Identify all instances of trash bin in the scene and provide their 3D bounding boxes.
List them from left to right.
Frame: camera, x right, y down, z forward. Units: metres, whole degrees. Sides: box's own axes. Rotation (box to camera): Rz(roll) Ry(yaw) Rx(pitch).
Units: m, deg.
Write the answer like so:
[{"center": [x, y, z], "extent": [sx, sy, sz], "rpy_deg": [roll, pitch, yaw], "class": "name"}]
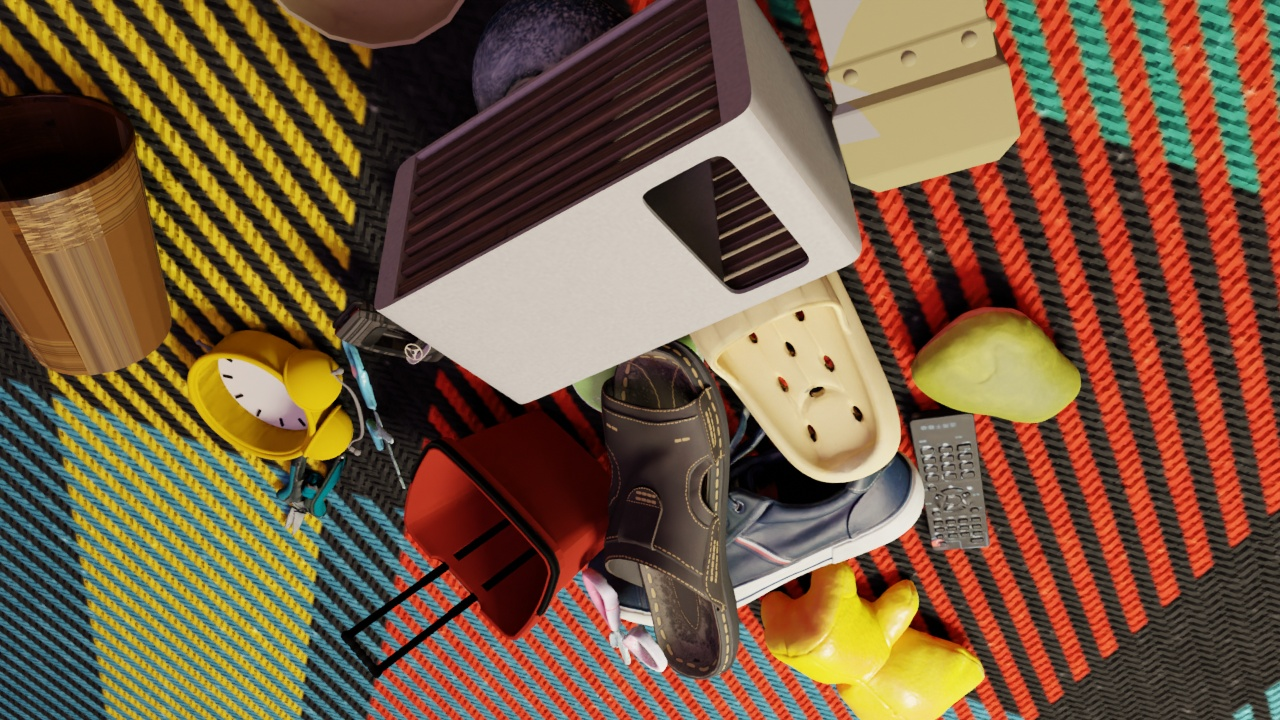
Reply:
[{"center": [-0.016, -0.084, 0.502], "extent": [0.229, 0.114, 0.114], "rpy_deg": [-23, 140, 27], "class": "trash bin"}]

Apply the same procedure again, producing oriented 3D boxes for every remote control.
[{"center": [0.241, 0.092, 0.714], "extent": [0.047, 0.022, 0.150], "rpy_deg": [-8, 127, 17], "class": "remote control"}]

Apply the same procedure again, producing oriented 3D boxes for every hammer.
[{"center": [0.237, -0.217, 0.421], "extent": [0.325, 0.100, 0.190], "rpy_deg": [-13, 124, 21], "class": "hammer"}]

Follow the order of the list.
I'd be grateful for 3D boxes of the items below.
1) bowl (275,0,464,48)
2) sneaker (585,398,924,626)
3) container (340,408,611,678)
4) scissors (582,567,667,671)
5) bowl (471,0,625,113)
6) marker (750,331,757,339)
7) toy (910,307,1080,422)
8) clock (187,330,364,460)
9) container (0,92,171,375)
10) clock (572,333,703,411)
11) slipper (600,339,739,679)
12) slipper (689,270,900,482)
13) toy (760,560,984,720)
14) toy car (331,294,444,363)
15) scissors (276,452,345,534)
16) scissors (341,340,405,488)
[{"center": [-0.152, -0.257, 0.507], "extent": [0.152, 0.050, 0.153], "rpy_deg": [6, 128, 8], "class": "bowl"}, {"center": [0.060, 0.115, 0.719], "extent": [0.295, 0.120, 0.127], "rpy_deg": [-27, 130, 25], "class": "sneaker"}, {"center": [-0.121, 0.137, 0.694], "extent": [0.148, 0.200, 0.127], "rpy_deg": [42, 131, 17], "class": "container"}, {"center": [-0.007, 0.231, 0.735], "extent": [0.103, 0.016, 0.179], "rpy_deg": [43, 156, 28], "class": "scissors"}, {"center": [-0.053, -0.158, 0.557], "extent": [0.114, 0.060, 0.115], "rpy_deg": [6, 130, 7], "class": "bowl"}, {"center": [0.104, -0.051, 0.638], "extent": [0.013, 0.012, 0.143], "rpy_deg": [26, 128, -8], "class": "marker"}, {"center": [0.246, 0.009, 0.628], "extent": [0.110, 0.051, 0.090], "rpy_deg": [29, 130, -14], "class": "toy"}, {"center": [-0.303, 0.031, 0.768], "extent": [0.152, 0.051, 0.114], "rpy_deg": [11, 129, 10], "class": "clock"}, {"center": [-0.412, -0.083, 0.659], "extent": [0.132, 0.131, 0.168], "rpy_deg": [11, 135, 3], "class": "container"}, {"center": [-0.004, 0.004, 0.685], "extent": [0.119, 0.042, 0.095], "rpy_deg": [21, 130, -5], "class": "clock"}, {"center": [0.015, 0.113, 0.643], "extent": [0.113, 0.075, 0.268], "rpy_deg": [9, 113, 41], "class": "slipper"}, {"center": [0.077, -0.022, 0.588], "extent": [0.112, 0.079, 0.261], "rpy_deg": [-27, 102, 29], "class": "slipper"}, {"center": [0.205, 0.261, 0.813], "extent": [0.194, 0.087, 0.135], "rpy_deg": [40, 121, -18], "class": "toy"}, {"center": [-0.182, -0.020, 0.691], "extent": [0.092, 0.037, 0.040], "rpy_deg": [15, 137, -44], "class": "toy car"}, {"center": [-0.308, 0.122, 0.859], "extent": [0.142, 0.019, 0.127], "rpy_deg": [-9, 126, 21], "class": "scissors"}, {"center": [-0.217, 0.047, 0.745], "extent": [0.015, 0.135, 0.134], "rpy_deg": [-15, 164, -20], "class": "scissors"}]
